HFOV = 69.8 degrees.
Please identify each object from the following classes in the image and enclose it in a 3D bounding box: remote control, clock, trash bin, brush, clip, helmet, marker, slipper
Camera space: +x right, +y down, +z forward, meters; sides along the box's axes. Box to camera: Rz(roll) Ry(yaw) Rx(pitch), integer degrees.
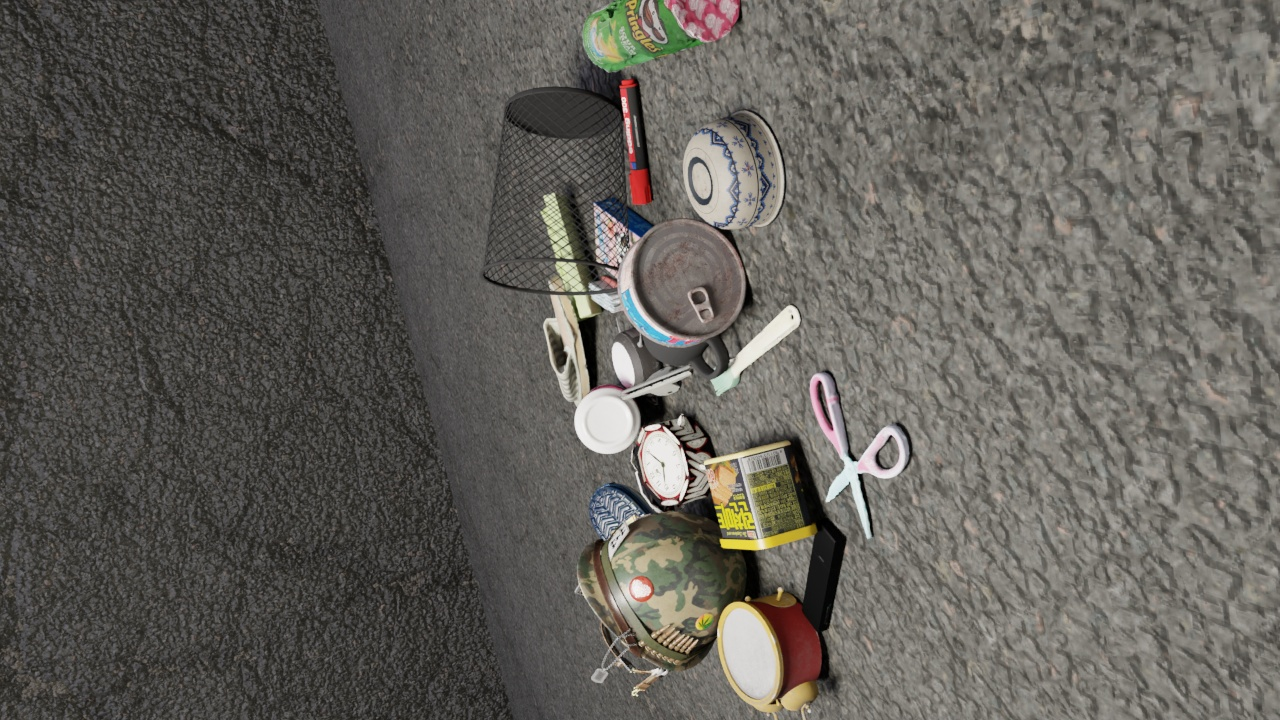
[{"bbox_3d":[0.197,0.235,0.994,0.034,0.013,0.150,-127,29,-47],"label":"remote control"},{"bbox_3d":[0.042,0.140,1.211,0.155,0.064,0.114,-51,59,46],"label":"clock"},{"bbox_3d":[-0.096,-0.200,1.105,0.184,0.184,0.210,162,111,-68],"label":"trash bin"},{"bbox_3d":[-0.007,0.008,1.262,0.091,0.043,0.123,32,135,58],"label":"clock"},{"bbox_3d":[0.121,-0.009,0.997,0.033,0.012,0.218,67,156,13],"label":"brush"},{"bbox_3d":[0.026,0.025,1.192,0.054,0.102,0.041,0,-109,-67],"label":"clip"},{"bbox_3d":[0.014,0.296,1.167,0.237,0.224,0.192,-61,35,33],"label":"helmet"},{"bbox_3d":[-0.007,-0.260,1.094,0.021,0.023,0.145,-65,-30,-65],"label":"marker"},{"bbox_3d":[-0.120,-0.023,1.442,0.273,0.054,0.114,87,167,-51],"label":"slipper"},{"bbox_3d":[0.026,0.280,1.332,0.252,0.105,0.095,53,-165,12],"label":"slipper"},{"bbox_3d":[0.161,0.350,1.070,0.117,0.081,0.158,-39,61,55],"label":"clock"},{"bbox_3d":[-0.025,-0.078,1.261,0.172,0.030,0.041,35,137,55],"label":"brush"}]

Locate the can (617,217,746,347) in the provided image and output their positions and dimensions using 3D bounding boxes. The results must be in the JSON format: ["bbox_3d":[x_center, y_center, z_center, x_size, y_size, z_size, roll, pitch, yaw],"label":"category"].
[{"bbox_3d":[0.044,-0.081,0.967,0.044,0.129,0.130,-27,81,68],"label":"can"}]

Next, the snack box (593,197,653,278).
[{"bbox_3d":[-0.013,-0.143,1.181,0.154,0.033,0.088,44,143,50],"label":"snack box"}]

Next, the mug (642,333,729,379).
[{"bbox_3d":[0.060,-0.031,1.042,0.113,0.078,0.088,56,154,12],"label":"mug"}]

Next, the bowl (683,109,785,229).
[{"bbox_3d":[0.083,-0.181,0.896,0.115,0.059,0.116,48,147,45],"label":"bowl"}]

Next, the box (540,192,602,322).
[{"bbox_3d":[-0.104,-0.153,1.376,0.141,0.048,0.187,162,90,-79],"label":"box"}]

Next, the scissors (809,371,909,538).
[{"bbox_3d":[0.208,0.093,0.869,0.168,0.014,0.170,0,106,67],"label":"scissors"}]

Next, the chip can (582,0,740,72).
[{"bbox_3d":[0.012,-0.342,0.928,0.223,0.075,0.075,18,123,63],"label":"chip can"}]

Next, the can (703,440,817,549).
[{"bbox_3d":[0.127,0.148,1.004,0.131,0.072,0.101,145,111,-72],"label":"can"}]

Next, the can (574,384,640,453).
[{"bbox_3d":[-0.045,0.079,1.289,0.166,0.088,0.088,-141,34,-89],"label":"can"}]
